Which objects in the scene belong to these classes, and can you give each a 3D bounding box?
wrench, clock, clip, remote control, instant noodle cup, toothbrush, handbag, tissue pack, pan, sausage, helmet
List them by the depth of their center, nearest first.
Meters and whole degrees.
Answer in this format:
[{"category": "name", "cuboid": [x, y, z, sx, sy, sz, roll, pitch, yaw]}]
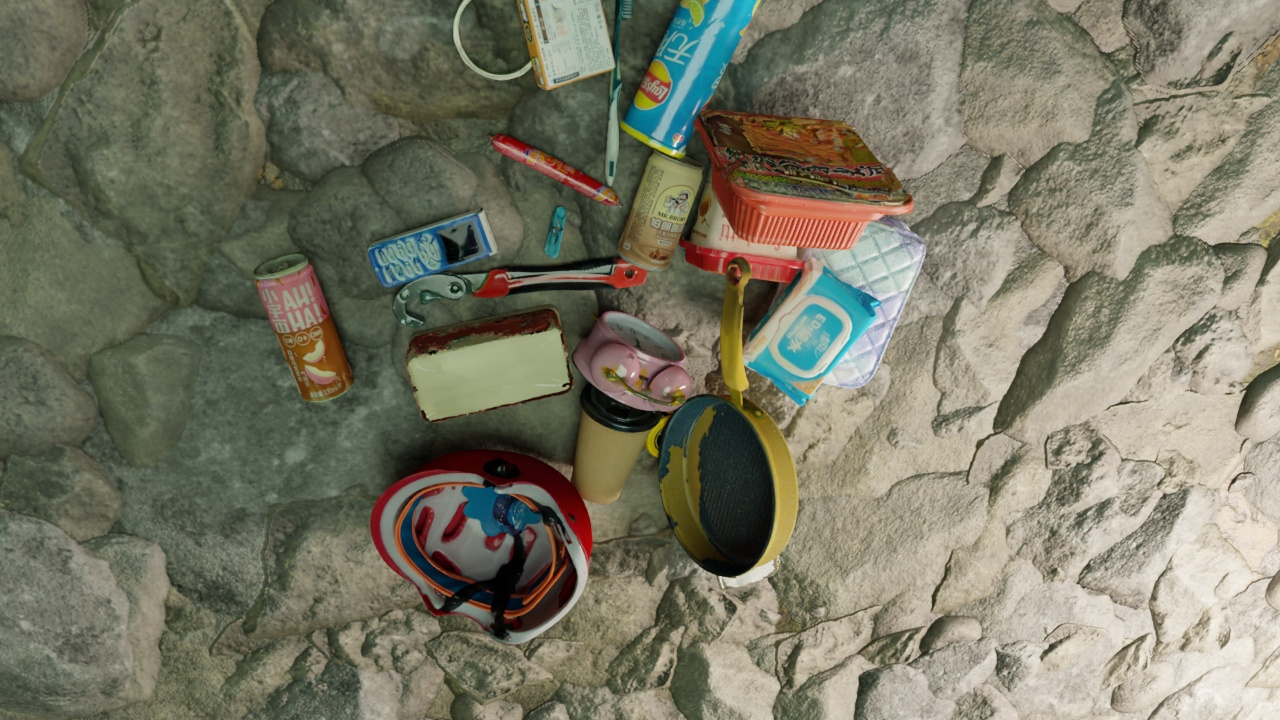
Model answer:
[{"category": "instant noodle cup", "cuboid": [0.135, -0.162, 0.827, 0.164, 0.188, 0.079, 3, 126, -13]}, {"category": "toothbrush", "cuboid": [-0.022, -0.268, 0.909, 0.018, 0.016, 0.192, -5, 116, -20]}, {"category": "sausage", "cuboid": [-0.084, -0.193, 0.931, 0.155, 0.020, 0.020, 24, 109, -20]}, {"category": "remote control", "cuboid": [-0.213, -0.115, 0.941, 0.125, 0.024, 0.049, -17, 117, -1]}, {"category": "instant noodle cup", "cuboid": [0.110, -0.151, 0.942, 0.116, 0.116, 0.124, 7, 101, -14]}, {"category": "pan", "cuboid": [0.090, 0.062, 0.954, 0.078, 0.198, 0.358, -6, 118, -35]}, {"category": "tissue pack", "cuboid": [0.175, -0.030, 0.956, 0.090, 0.063, 0.140, 36, 112, -2]}, {"category": "clip", "cuboid": [-0.088, -0.134, 0.957, 0.013, 0.033, 0.054, 10, 99, -18]}, {"category": "clock", "cuboid": [-0.006, 0.006, 0.963, 0.117, 0.158, 0.060, 22, 112, -21]}, {"category": "wrench", "cuboid": [-0.127, -0.080, 0.978, 0.273, 0.016, 0.056, -9, 116, -6]}, {"category": "handbag", "cuboid": [0.217, -0.072, 1.014, 0.134, 0.075, 0.194, 15, 110, -11]}, {"category": "helmet", "cuboid": [-0.165, 0.185, 1.032, 0.240, 0.143, 0.207, 27, 115, -1]}]

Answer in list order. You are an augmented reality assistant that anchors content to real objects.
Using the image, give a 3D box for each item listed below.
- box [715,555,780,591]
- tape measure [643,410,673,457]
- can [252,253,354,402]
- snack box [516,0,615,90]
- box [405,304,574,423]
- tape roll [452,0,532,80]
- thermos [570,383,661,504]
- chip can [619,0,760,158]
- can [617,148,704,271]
[{"category": "box", "cuboid": [0.113, 0.192, 1.131, 0.090, 0.059, 0.184, -15, 115, -3]}, {"category": "tape measure", "cuboid": [0.028, 0.084, 1.076, 0.057, 0.029, 0.060, -4, 117, -27]}, {"category": "can", "cuboid": [-0.343, -0.032, 0.939, 0.058, 0.058, 0.147, -14, 117, -4]}, {"category": "snack box", "cuboid": [-0.076, -0.337, 0.848, 0.075, 0.026, 0.154, -23, 119, -18]}, {"category": "box", "cuboid": [-0.160, 0.005, 0.980, 0.168, 0.076, 0.091, -13, 118, -5]}, {"category": "tape roll", "cuboid": [-0.133, -0.310, 0.868, 0.085, 0.014, 0.086, -4, 116, -9]}, {"category": "thermos", "cuboid": [-0.034, 0.089, 1.042, 0.093, 0.093, 0.143, 8, 122, -14]}, {"category": "chip can", "cuboid": [0.057, -0.303, 0.874, 0.071, 0.071, 0.210, 22, 110, -19]}, {"category": "can", "cuboid": [0.020, -0.154, 0.946, 0.058, 0.058, 0.116, 14, 112, -16]}]
